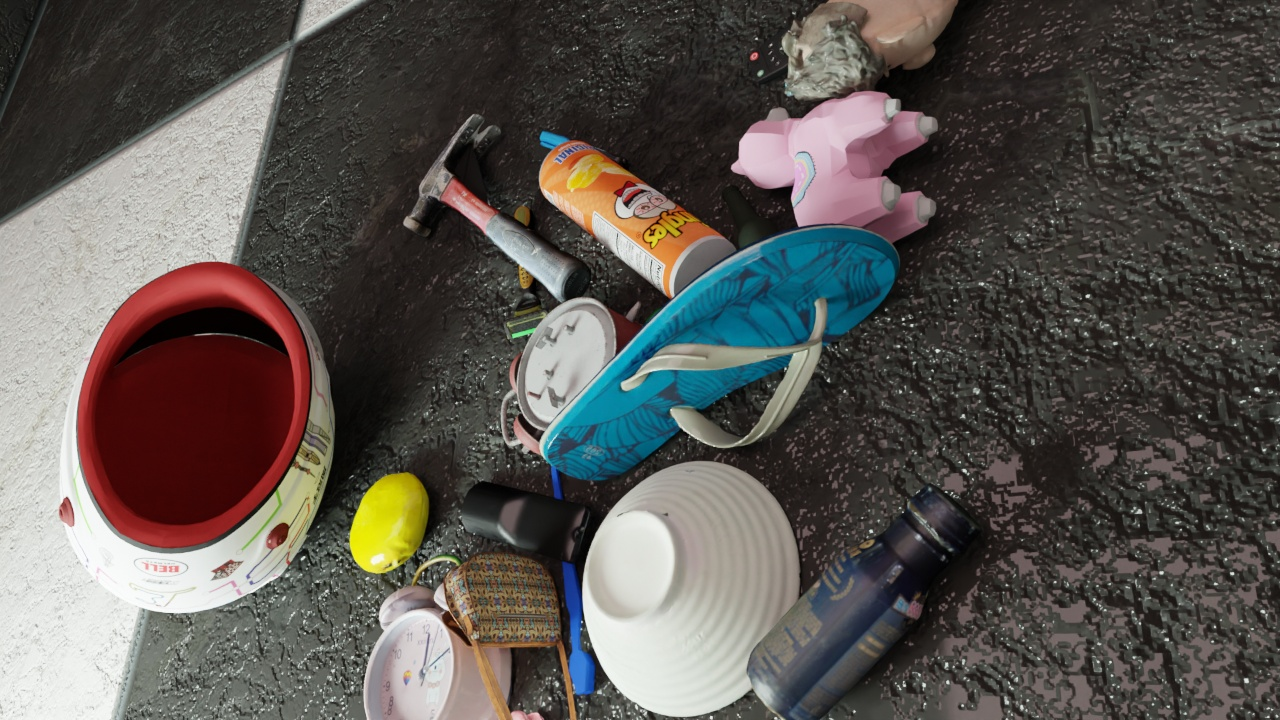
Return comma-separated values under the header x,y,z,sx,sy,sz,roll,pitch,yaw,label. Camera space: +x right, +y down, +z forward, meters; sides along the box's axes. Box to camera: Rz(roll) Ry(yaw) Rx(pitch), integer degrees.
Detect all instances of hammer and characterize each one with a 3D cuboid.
x,y,z,sx,sy,sz,roll,pitch,yaw,label
-0.130,-0.135,0.862,0.140,0.036,0.326,-58,41,6,hammer

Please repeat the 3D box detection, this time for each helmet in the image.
x,y,z,sx,sy,sz,roll,pitch,yaw,label
-0.416,0.079,0.881,0.236,0.231,0.314,148,130,-69,helmet

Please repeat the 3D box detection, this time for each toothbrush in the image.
x,y,z,sx,sy,sz,roll,pitch,yaw,label
-0.054,0.163,0.709,0.017,0.011,0.186,-30,51,24,toothbrush

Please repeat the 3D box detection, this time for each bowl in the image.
x,y,z,sx,sy,sz,roll,pitch,yaw,label
0.013,0.145,0.622,0.178,0.071,0.177,-17,60,31,bowl

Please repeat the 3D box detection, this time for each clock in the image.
x,y,z,sx,sy,sz,roll,pitch,yaw,label
-0.063,0.016,0.736,0.157,0.062,0.109,-32,52,31,clock
-0.161,0.233,0.725,0.117,0.058,0.157,-15,60,32,clock

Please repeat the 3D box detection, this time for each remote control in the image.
x,y,z,sx,sy,sz,roll,pitch,yaw,label
-0.096,0.128,0.742,0.141,0.021,0.045,4,74,44,remote control
0.145,-0.271,0.749,0.125,0.010,0.039,-29,54,25,remote control

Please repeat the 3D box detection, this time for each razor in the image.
x,y,z,sx,sy,sz,roll,pitch,yaw,label
-0.106,-0.086,0.855,0.044,0.021,0.144,-15,60,14,razor

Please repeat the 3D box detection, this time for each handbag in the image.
x,y,z,sx,sy,sz,roll,pitch,yaw,label
-0.082,0.230,0.650,0.043,0.093,0.195,-41,55,24,handbag

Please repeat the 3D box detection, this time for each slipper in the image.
x,y,z,sx,sy,sz,roll,pitch,yaw,label
0.046,0.011,0.628,0.296,0.118,0.060,-38,38,24,slipper

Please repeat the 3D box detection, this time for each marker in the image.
x,y,z,sx,sy,sz,roll,pitch,yaw,label
-0.056,-0.199,0.870,0.123,0.018,0.015,28,93,42,marker

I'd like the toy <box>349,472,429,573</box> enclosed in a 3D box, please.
x,y,z,sx,sy,sz,roll,pitch,yaw,label
-0.229,0.146,0.831,0.096,0.041,0.094,-37,46,20,toy

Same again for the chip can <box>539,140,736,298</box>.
x,y,z,sx,sy,sz,roll,pitch,yaw,label
-0.008,-0.118,0.764,0.062,0.062,0.210,-53,48,6,chip can

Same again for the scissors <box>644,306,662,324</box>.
x,y,z,sx,sy,sz,roll,pitch,yaw,label
-0.001,0.018,0.732,0.132,0.013,0.078,-45,51,17,scissors

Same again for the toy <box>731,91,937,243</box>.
x,y,z,sx,sy,sz,roll,pitch,yaw,label
0.131,-0.134,0.659,0.158,0.067,0.123,-5,79,51,toy

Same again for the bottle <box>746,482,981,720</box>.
x,y,z,sx,sy,sz,roll,pitch,yaw,label
0.131,0.142,0.539,0.161,0.056,0.056,-50,48,9,bottle

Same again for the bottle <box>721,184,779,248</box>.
x,y,z,sx,sy,sz,roll,pitch,yaw,label
0.091,-0.090,0.694,0.033,0.033,0.122,-38,51,18,bottle

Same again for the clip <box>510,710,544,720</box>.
x,y,z,sx,sy,sz,roll,pitch,yaw,label
-0.090,0.282,0.661,0.023,0.039,0.059,-8,69,32,clip

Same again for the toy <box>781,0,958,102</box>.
x,y,z,sx,sy,sz,roll,pitch,yaw,label
0.181,-0.244,0.670,0.176,0.076,0.132,-33,23,8,toy
